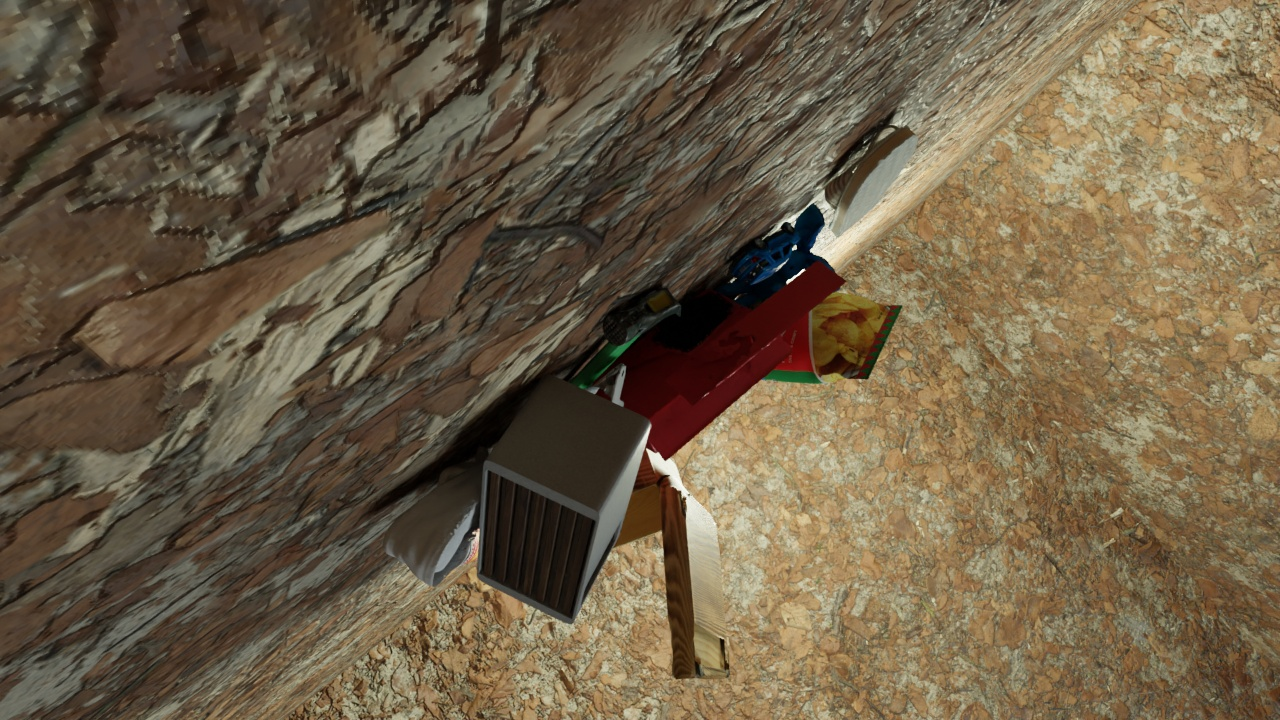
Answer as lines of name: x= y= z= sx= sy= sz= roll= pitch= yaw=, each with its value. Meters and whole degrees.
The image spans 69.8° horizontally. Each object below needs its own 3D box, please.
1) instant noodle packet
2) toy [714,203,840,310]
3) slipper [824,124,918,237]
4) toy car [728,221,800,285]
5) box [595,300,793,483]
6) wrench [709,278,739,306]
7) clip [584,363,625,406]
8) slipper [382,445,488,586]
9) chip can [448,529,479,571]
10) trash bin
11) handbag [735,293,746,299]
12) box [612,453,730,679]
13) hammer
instant noodle packet: x=0.204 y=-0.034 z=1.236 sx=0.253 sy=0.090 sz=0.195 roll=4 pitch=-148 yaw=28
toy: x=0.187 y=-0.113 z=1.218 sx=0.177 sy=0.112 sz=0.071 roll=-32 pitch=162 yaw=19
slipper: x=0.276 y=-0.224 z=1.137 sx=0.115 sy=0.052 sz=0.263 roll=-41 pitch=170 yaw=-4
toy car: x=0.157 y=-0.129 z=1.135 sx=0.119 sy=0.043 sz=0.056 roll=-34 pitch=172 yaw=-44
box: x=0.072 y=0.045 z=1.136 sx=0.213 sy=0.153 sz=0.165 roll=-39 pitch=-146 yaw=-17
wrench: x=0.086 y=-0.061 z=1.310 sx=0.274 sy=0.022 sz=0.073 roll=-40 pitch=175 yaw=15
clip: x=-0.034 y=0.034 z=0.944 sx=0.052 sy=0.058 sz=0.102 roll=-15 pitch=179 yaw=10
slipper: x=-0.174 y=0.137 z=0.930 sx=0.112 sy=0.074 sz=0.246 roll=-53 pitch=177 yaw=29
chip can: x=-0.266 y=0.263 z=1.319 sx=0.069 sy=0.069 sz=0.221 roll=-39 pitch=174 yaw=-8
trash bin: x=-0.081 y=0.144 z=0.915 sx=0.229 sy=0.114 sz=0.114 roll=104 pitch=13 yaw=-49
handbag: x=0.166 y=-0.062 z=1.479 sx=0.223 sy=0.095 sz=0.215 roll=110 pitch=3 yaw=-66
box: x=-0.002 y=0.281 z=1.221 sx=0.286 sy=0.334 sz=0.279 roll=-23 pitch=156 yaw=5
hammer: x=-0.062 y=0.023 z=0.992 sx=0.129 sy=0.032 sz=0.320 roll=-34 pitch=172 yaw=-46
